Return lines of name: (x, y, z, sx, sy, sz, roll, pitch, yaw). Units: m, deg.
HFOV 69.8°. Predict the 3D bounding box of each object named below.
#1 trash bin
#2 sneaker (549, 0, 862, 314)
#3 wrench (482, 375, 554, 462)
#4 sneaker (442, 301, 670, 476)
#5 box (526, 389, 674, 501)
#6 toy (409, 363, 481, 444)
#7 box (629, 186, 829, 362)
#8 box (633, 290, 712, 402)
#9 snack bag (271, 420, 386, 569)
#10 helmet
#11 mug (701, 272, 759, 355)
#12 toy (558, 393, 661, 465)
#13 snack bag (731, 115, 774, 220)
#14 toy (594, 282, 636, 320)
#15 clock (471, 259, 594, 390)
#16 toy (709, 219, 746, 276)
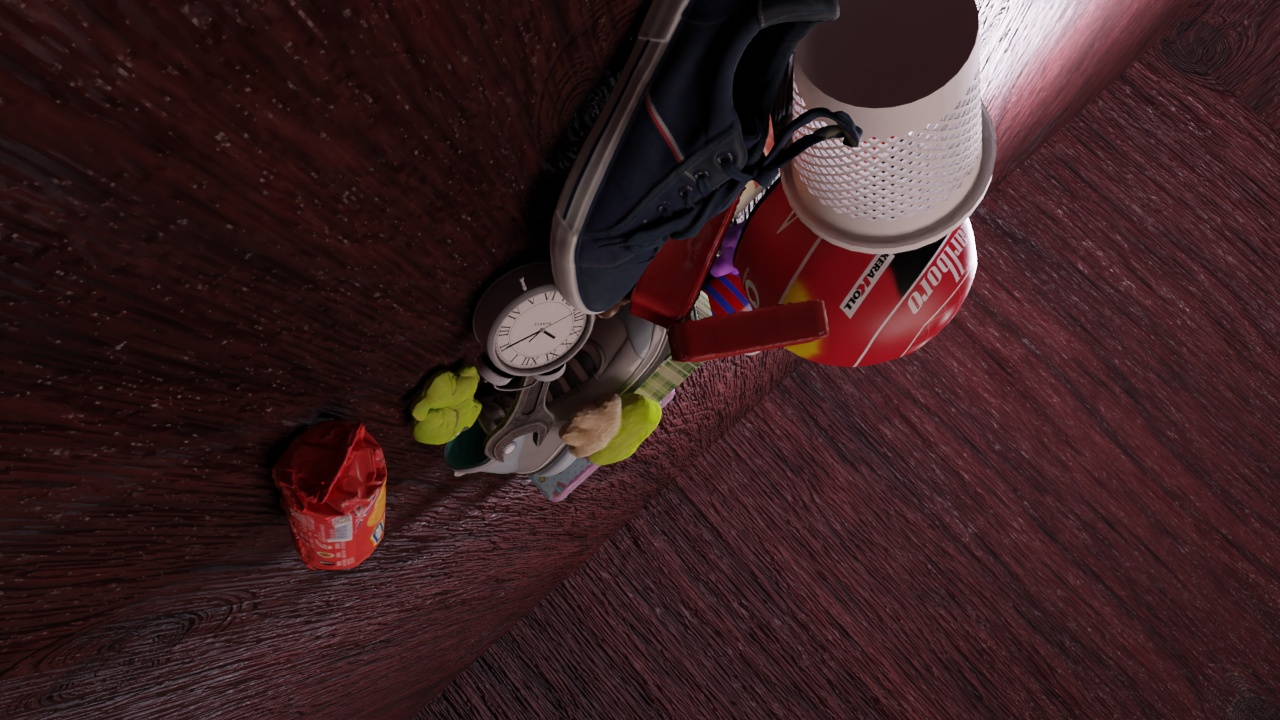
trash bin: (0.205, -0.218, 0.771, 0.195, 0.195, 0.199, -43, 158, 0)
sneaker: (0.040, -0.124, 0.605, 0.120, 0.127, 0.295, -25, 154, -47)
wrench: (-0.080, -0.012, 0.790, 0.069, 0.010, 0.274, -10, 136, -37)
sneaker: (-0.084, 0.021, 0.900, 0.257, 0.093, 0.160, -49, 158, 22)
box: (-0.052, 0.082, 1.163, 0.214, 0.093, 0.089, -43, 168, 3)
toy: (-0.169, 0.040, 0.797, 0.094, 0.036, 0.094, -52, 159, 27)
box: (0.056, -0.079, 0.780, 0.152, 0.165, 0.157, -15, -179, -2)
box: (-0.006, 0.006, 1.007, 0.206, 0.050, 0.117, -41, -150, 24)
snack bag: (-0.241, 0.110, 0.720, 0.082, 0.082, 0.177, -35, 166, -30)
helmet: (0.235, -0.116, 0.958, 0.270, 0.224, 0.198, -50, 168, -20)
mug: (0.127, -0.062, 1.188, 0.076, 0.112, 0.075, -43, 173, 2)
toy: (-0.033, 0.066, 0.901, 0.117, 0.043, 0.092, 8, 130, -49)
snack bag: (0.080, -0.182, 0.802, 0.077, 0.041, 0.225, -44, 166, 3)
toy: (-0.022, -0.070, 0.860, 0.101, 0.041, 0.055, -43, 158, -22)
clock: (-0.087, -0.022, 0.732, 0.094, 0.035, 0.123, -5, 132, -34)
toy: (0.128, -0.135, 1.073, 0.087, 0.056, 0.106, -41, 161, -29)
